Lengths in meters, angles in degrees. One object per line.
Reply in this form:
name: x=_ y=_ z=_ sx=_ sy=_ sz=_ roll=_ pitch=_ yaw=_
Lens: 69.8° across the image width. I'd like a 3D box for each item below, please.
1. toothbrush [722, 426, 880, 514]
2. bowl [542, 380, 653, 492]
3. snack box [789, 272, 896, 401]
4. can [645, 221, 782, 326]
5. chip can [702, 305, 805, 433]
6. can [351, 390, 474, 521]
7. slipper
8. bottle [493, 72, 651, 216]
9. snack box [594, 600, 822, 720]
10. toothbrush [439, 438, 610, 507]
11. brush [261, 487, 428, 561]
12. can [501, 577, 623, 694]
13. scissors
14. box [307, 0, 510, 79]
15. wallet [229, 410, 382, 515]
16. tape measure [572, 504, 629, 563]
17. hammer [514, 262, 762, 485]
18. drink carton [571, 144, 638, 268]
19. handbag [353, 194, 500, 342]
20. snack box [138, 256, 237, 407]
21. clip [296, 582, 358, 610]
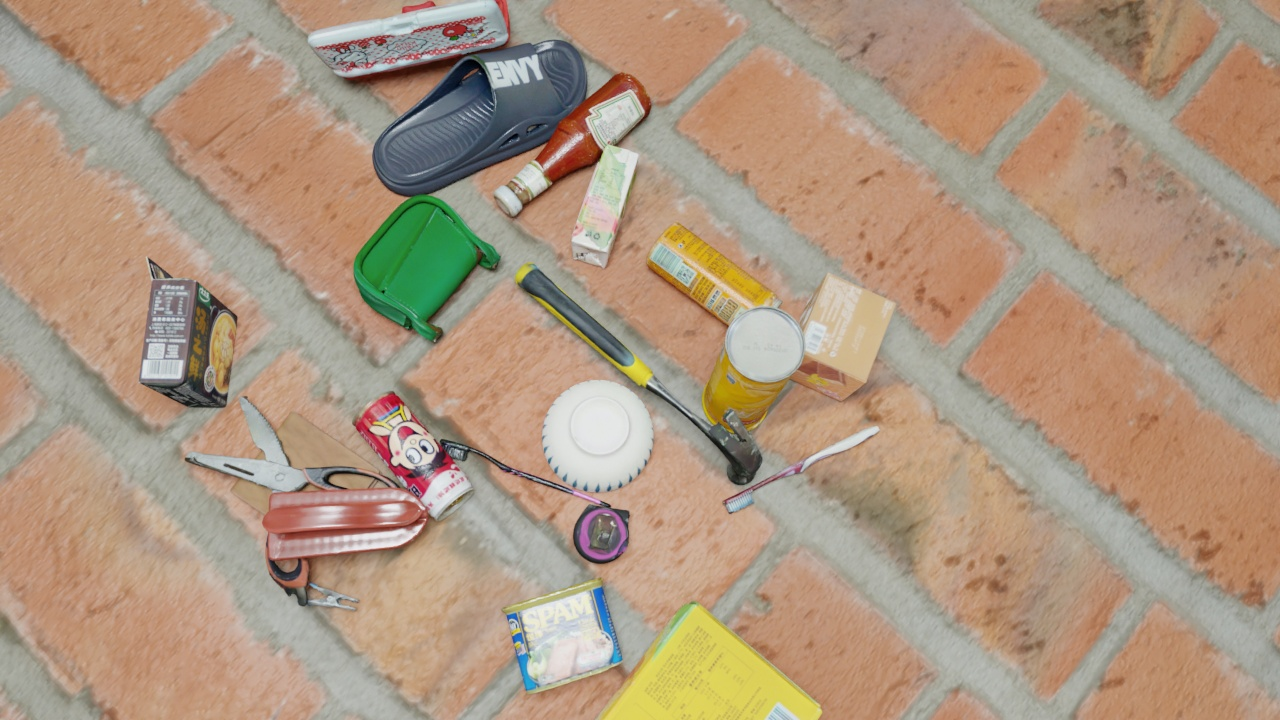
toothbrush: x=0.171 y=0.113 z=0.960 sx=0.187 sy=0.016 sz=0.017 roll=-25 pitch=86 yaw=-9
bowl: x=-0.043 y=0.073 z=0.932 sx=0.116 sy=0.066 sz=0.116 roll=1 pitch=75 yaw=-3
snack box: x=0.203 y=-0.022 z=0.955 sx=0.077 sy=0.094 sz=0.092 roll=24 pitch=75 yaw=3
can: x=0.078 y=-0.085 z=0.984 sx=0.146 sy=0.058 sz=0.058 roll=37 pitch=76 yaw=6
chip can: x=0.103 y=0.014 z=0.879 sx=0.072 sy=0.213 sz=0.072 roll=0 pitch=73 yaw=-1
can: x=-0.228 y=0.096 z=0.922 sx=0.053 sy=0.053 sz=0.132 roll=-40 pitch=81 yaw=-12
slipper: x=-0.174 y=-0.275 z=1.009 sx=0.268 sy=0.083 sz=0.110 roll=-32 pitch=81 yaw=-9
bottle: x=-0.077 y=-0.236 z=1.015 sx=0.205 sy=0.060 sz=0.060 roll=-43 pitch=82 yaw=-12
snack box: x=0.043 y=0.357 z=0.861 sx=0.157 sy=0.070 sz=0.209 roll=39 pitch=77 yaw=7
toothbrush: x=-0.120 y=0.120 z=0.944 sx=0.189 sy=0.014 sz=0.017 roll=21 pitch=85 yaw=2
brush: x=-0.274 y=0.151 z=0.863 sx=0.145 sy=0.069 sz=0.063 roll=-2 pitch=73 yaw=-10
can: x=-0.074 y=0.265 z=0.886 sx=0.102 sy=0.057 sz=0.083 roll=-16 pitch=79 yaw=-7
scissors: x=-0.337 y=0.128 z=0.906 sx=0.188 sy=0.015 sz=0.225 roll=-17 pitch=76 yaw=-14
box: x=-0.243 y=-0.352 z=0.996 sx=0.201 sy=0.154 sz=0.074 roll=-11 pitch=112 yaw=2
wallet: x=-0.337 y=0.122 z=0.929 sx=0.115 sy=0.020 sz=0.101 roll=33 pitch=77 yaw=3
tape measure: x=-0.039 y=0.174 z=0.920 sx=0.057 sy=0.039 sz=0.057 roll=12 pitch=75 yaw=0
hammer: x=-0.006 y=0.005 z=0.937 sx=0.323 sy=0.126 sz=0.031 roll=40 pitch=77 yaw=14
drink carton: x=-0.040 y=-0.168 z=1.002 sx=0.045 sy=0.053 sz=0.122 roll=16 pitch=74 yaw=1
handbag: x=-0.230 y=-0.098 z=0.971 sx=0.120 sy=0.068 sz=0.131 roll=38 pitch=75 yaw=-1
snack box: x=-0.449 y=-0.025 z=0.911 sx=0.053 sy=0.113 sz=0.125 roll=2 pitch=76 yaw=-4
clip: x=-0.305 y=0.234 z=0.899 sx=0.058 sy=0.027 sz=0.043 roll=13 pitch=68 yaw=-4
